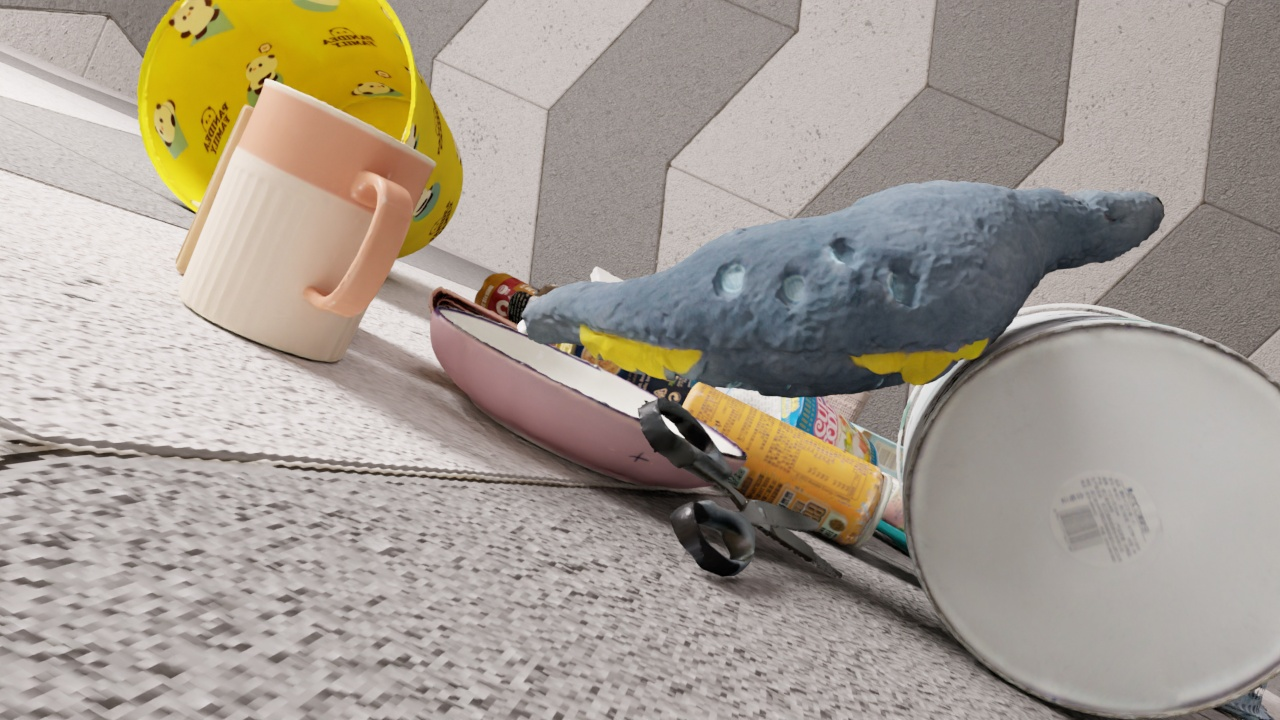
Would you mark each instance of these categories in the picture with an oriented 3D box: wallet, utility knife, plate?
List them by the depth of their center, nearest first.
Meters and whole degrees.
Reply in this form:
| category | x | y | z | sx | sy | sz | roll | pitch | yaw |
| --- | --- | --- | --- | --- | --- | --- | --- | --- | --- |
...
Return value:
| category | x | y | z | sx | sy | sz | roll | pitch | yaw |
| --- | --- | --- | --- | --- | --- | --- | --- | --- | --- |
| plate | -0.034 | 0.027 | 0.517 | 0.192 | 0.039 | 0.192 | 26 | 3 | -2 |
| utility knife | 0.207 | 0.143 | 0.746 | 0.029 | 0.013 | 0.174 | 27 | 2 | -45 |
| wallet | -0.114 | -0.020 | 0.782 | 0.124 | 0.032 | 0.101 | 27 | 1 | 9 |

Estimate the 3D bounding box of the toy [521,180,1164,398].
| category | x | y | z | sx | sy | sz | roll | pitch | yaw |
| --- | --- | --- | --- | --- | --- | --- | --- | --- | --- |
| toy | 0.108 | -0.038 | 0.474 | 0.356 | 0.091 | 0.137 | -11 | 22 | 3 |

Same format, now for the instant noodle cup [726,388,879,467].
| category | x | y | z | sx | sy | sz | roll | pitch | yaw |
| --- | --- | --- | --- | --- | --- | --- | --- | --- | --- |
| instant noodle cup | 0.125 | 0.067 | 0.715 | 0.110 | 0.099 | 0.099 | 32 | 0 | -28 |

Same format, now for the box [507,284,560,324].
| category | x | y | z | sx | sy | sz | roll | pitch | yaw |
| --- | --- | --- | --- | --- | --- | --- | --- | --- | --- |
| box | -0.044 | -0.020 | 0.863 | 0.163 | 0.076 | 0.086 | 26 | 39 | 20 |

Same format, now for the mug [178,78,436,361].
| category | x | y | z | sx | sy | sz | roll | pitch | yaw |
| --- | --- | --- | --- | --- | --- | --- | --- | --- | --- |
| mug | -0.145 | -0.058 | 0.417 | 0.114 | 0.106 | 0.081 | 29 | 5 | 43 |

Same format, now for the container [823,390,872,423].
| category | x | y | z | sx | sy | sz | roll | pitch | yaw |
| --- | --- | --- | --- | --- | --- | --- | --- | --- | --- |
| container | 0.189 | 0.065 | 1.023 | 0.090 | 0.111 | 0.090 | 26 | 3 | 6 |

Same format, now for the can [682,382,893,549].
| category | x | y | z | sx | sy | sz | roll | pitch | yaw |
| --- | --- | --- | --- | --- | --- | --- | --- | --- | --- |
| can | 0.090 | 0.070 | 0.616 | 0.146 | 0.058 | 0.058 | 26 | 3 | 4 |

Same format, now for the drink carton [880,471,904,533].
| category | x | y | z | sx | sy | sz | roll | pitch | yaw |
| --- | --- | --- | --- | --- | --- | --- | --- | --- | --- |
| drink carton | 0.248 | 0.144 | 0.764 | 0.122 | 0.045 | 0.053 | 31 | -6 | 44 |

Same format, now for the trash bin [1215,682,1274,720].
| category | x | y | z | sx | sy | sz | roll | pitch | yaw |
| --- | --- | --- | --- | --- | --- | --- | --- | --- | --- |
| trash bin | 0.462 | 0.163 | 0.790 | 0.226 | 0.195 | 0.226 | 25 | 4 | -2 |

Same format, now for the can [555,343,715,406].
| category | x | y | z | sx | sy | sz | roll | pitch | yaw |
| --- | --- | --- | --- | --- | --- | --- | --- | --- | --- |
| can | -0.004 | 0.004 | 0.673 | 0.111 | 0.075 | 0.075 | 16 | 5 | -13 |

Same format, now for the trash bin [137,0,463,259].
| category | x | y | z | sx | sy | sz | roll | pitch | yaw |
| --- | --- | --- | --- | --- | --- | --- | --- | --- | --- |
| trash bin | -0.286 | -0.205 | 0.856 | 0.229 | 0.229 | 0.255 | 26 | -2 | 4 |

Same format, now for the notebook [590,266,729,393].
| category | x | y | z | sx | sy | sz | roll | pitch | yaw |
| --- | --- | --- | --- | --- | --- | --- | --- | --- | --- |
| notebook | 0.035 | 0.006 | 0.805 | 0.150 | 0.012 | 0.208 | 22 | 30 | -28 |

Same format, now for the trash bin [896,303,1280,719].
| category | x | y | z | sx | sy | sz | roll | pitch | yaw |
| --- | --- | --- | --- | --- | --- | --- | --- | --- | --- |
| trash bin | 0.257 | 0.072 | 0.532 | 0.230 | 0.230 | 0.251 | 27 | 8 | 18 |

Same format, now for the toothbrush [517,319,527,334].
| category | x | y | z | sx | sy | sz | roll | pitch | yaw |
| --- | --- | --- | --- | --- | --- | --- | --- | --- | --- |
| toothbrush | -0.092 | -0.012 | 0.645 | 0.016 | 0.016 | 0.180 | 27 | 14 | -2 |

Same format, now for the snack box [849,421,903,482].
| category | x | y | z | sx | sy | sz | roll | pitch | yaw |
| --- | --- | --- | --- | --- | --- | --- | --- | --- | --- |
| snack box | 0.240 | 0.119 | 0.858 | 0.174 | 0.074 | 0.051 | 24 | 4 | -22 |

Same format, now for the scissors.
| category | x | y | z | sx | sy | sz | roll | pitch | yaw |
| --- | --- | --- | --- | --- | --- | --- | --- | --- | --- |
| scissors | 0.054 | 0.076 | 0.434 | 0.165 | 0.014 | 0.162 | 54 | 19 | -11 |

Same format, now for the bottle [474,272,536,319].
| category | x | y | z | sx | sy | sz | roll | pitch | yaw |
| --- | --- | --- | --- | --- | --- | --- | --- | --- | --- |
| bottle | -0.088 | -0.033 | 0.937 | 0.175 | 0.057 | 0.057 | 27 | 3 | 24 |

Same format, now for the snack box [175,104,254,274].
| category | x | y | z | sx | sy | sz | roll | pitch | yaw |
| --- | --- | --- | --- | --- | --- | --- | --- | --- | --- |
| snack box | -0.188 | -0.077 | 0.513 | 0.094 | 0.093 | 0.077 | 24 | 3 | -19 |
